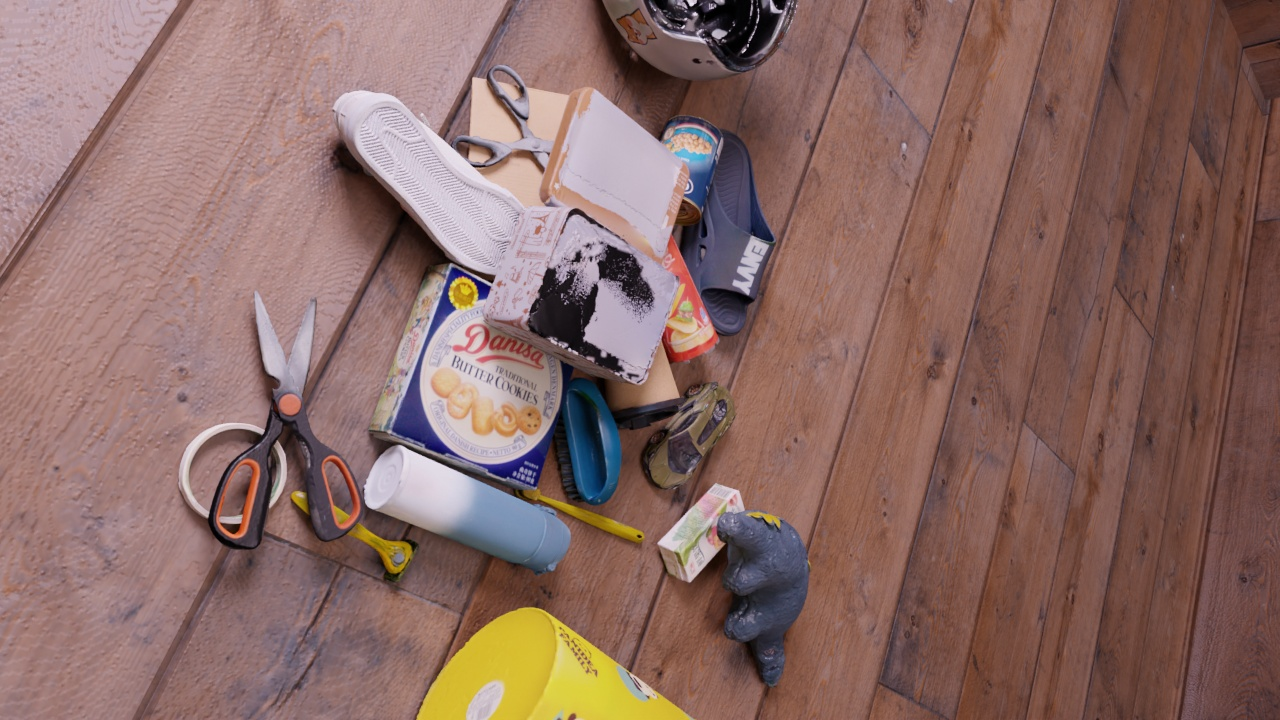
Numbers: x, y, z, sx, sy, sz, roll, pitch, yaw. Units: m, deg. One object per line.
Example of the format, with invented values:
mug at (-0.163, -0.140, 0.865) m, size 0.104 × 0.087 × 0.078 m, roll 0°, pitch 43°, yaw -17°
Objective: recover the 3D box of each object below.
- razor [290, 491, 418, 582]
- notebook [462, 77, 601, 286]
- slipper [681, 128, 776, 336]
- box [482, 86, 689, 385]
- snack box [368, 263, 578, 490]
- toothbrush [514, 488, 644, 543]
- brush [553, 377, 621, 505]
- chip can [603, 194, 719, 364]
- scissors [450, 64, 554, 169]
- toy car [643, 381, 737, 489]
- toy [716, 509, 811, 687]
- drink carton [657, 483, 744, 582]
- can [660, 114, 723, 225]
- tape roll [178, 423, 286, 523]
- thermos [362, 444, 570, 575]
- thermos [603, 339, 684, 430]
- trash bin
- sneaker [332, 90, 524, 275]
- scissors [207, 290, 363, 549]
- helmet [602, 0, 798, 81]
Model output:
razor at (-0.265, 0.157, 0.848) m, size 0.132 × 0.028 × 0.043 m, roll 43°, pitch 66°, yaw -30°
notebook at (-0.112, -0.184, 0.978) m, size 0.149 × 0.012 × 0.211 m, roll 4°, pitch 86°, yaw -24°
slipper at (0.115, -0.166, 1.156) m, size 0.110 × 0.083 × 0.268 m, roll 6°, pitch 83°, yaw -39°
box at (-0.036, -0.125, 0.936) m, size 0.177 × 0.082 × 0.260 m, roll 29°, pitch 76°, yaw -43°
snack box at (-0.160, 0.020, 0.931) m, size 0.177 × 0.046 × 0.182 m, roll 28°, pitch 71°, yaw -38°
toothbrush at (-0.063, 0.173, 1.029) m, size 0.190 × 0.017 × 0.015 m, roll 30°, pitch 70°, yaw -37°
brush at (-0.054, 0.089, 1.002) m, size 0.055 × 0.074 × 0.144 m, roll -17°, pitch 99°, yaw -45°
chip can at (0.021, -0.103, 1.077) m, size 0.073 × 0.073 × 0.217 m, roll -42°, pitch 116°, yaw -34°
scissors at (-0.116, -0.226, 0.963) m, size 0.159 × 0.014 × 0.181 m, roll -31°, pitch 100°, yaw -21°
toy car at (0.063, 0.093, 1.129) m, size 0.157 × 0.042 × 0.070 m, roll -49°, pitch 119°, yaw -28°
toy at (0.155, 0.275, 1.143) m, size 0.137 × 0.091 × 0.357 m, roll -50°, pitch 140°, yaw -36°
drink carton at (0.076, 0.210, 1.131) m, size 0.122 × 0.046 × 0.053 m, roll -40°, pitch 127°, yaw -33°
can at (0.051, -0.229, 1.104) m, size 0.075 × 0.075 × 0.111 m, roll 30°, pitch 69°, yaw -37°
tape roll at (-0.347, 0.096, 0.784) m, size 0.085 × 0.014 × 0.086 m, roll 2°, pitch 87°, yaw -42°
thermos at (-0.164, 0.152, 0.912) m, size 0.220 × 0.070 × 0.070 m, roll 32°, pitch 68°, yaw -37°
thermos at (-0.006, 0.006, 1.044) m, size 0.092 × 0.093 × 0.143 m, roll -10°, pitch 87°, yaw -41°
trash bin at (-0.067, 0.390, 0.894) m, size 0.255 × 0.230 × 0.229 m, roll 48°, pitch 59°, yaw -23°
sneaker at (-0.199, -0.167, 0.883) m, size 0.089 × 0.091 × 0.242 m, roll -52°, pitch 135°, yaw -5°
scissors at (-0.301, 0.061, 0.802) m, size 0.204 × 0.022 × 0.224 m, roll 41°, pitch 60°, yaw -31°
helmet at (0.040, -0.440, 1.048) m, size 0.274 × 0.157 × 0.229 m, roll 52°, pitch 59°, yaw -15°
